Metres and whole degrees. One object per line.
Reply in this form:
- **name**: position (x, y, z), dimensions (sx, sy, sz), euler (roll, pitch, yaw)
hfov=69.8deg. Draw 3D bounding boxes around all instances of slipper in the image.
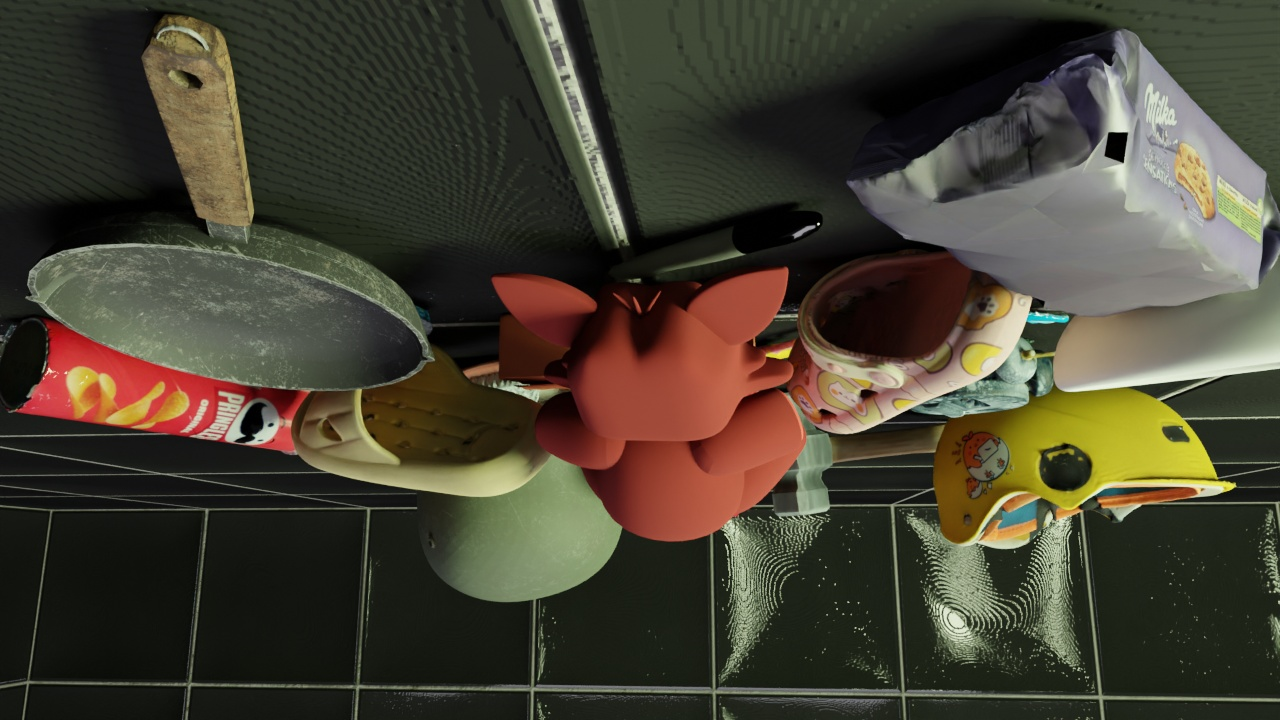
- **slipper**: position (-0.177, 0.034, 0.672), dimensions (0.262, 0.111, 0.079), euler (10, 139, 35)
- **slipper**: position (0.130, -0.021, 0.517), dimensions (0.081, 0.093, 0.198), euler (24, 159, -13)

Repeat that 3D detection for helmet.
- **helmet**: position (0.378, 0.080, 0.831), dimensions (0.241, 0.139, 0.208), euler (-24, 156, 32)
- **helmet**: position (-0.107, 0.137, 0.832), dimensions (0.226, 0.153, 0.269), euler (4, 154, -28)

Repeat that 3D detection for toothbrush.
- **toothbrush**: position (0.116, -0.012, 0.679), dimensions (0.021, 0.016, 0.136), euler (4, 166, -26)

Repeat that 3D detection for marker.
- **marker**: position (0.036, -0.058, 0.481), dimensions (0.139, 0.016, 0.022), euler (-10, 168, 43)

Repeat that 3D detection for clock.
- **clock**: position (0.263, 0.011, 0.704), dimensions (0.130, 0.052, 0.090), euler (-9, 164, 37)

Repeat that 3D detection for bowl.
- **bowl**: position (0.306, -0.028, 0.476), dimensions (0.176, 0.066, 0.176), euler (-6, 174, -1)

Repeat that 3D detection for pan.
- **pan**: position (-0.195, -0.055, 0.442), dimensions (0.207, 0.040, 0.358), euler (10, 157, -17)

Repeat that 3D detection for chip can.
- **chip can**: position (-0.364, 0.025, 0.721), dimensions (0.073, 0.073, 0.232), euler (-8, 164, 31)

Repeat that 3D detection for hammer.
- **hammer**: position (0.252, 0.090, 0.982), dimensions (0.322, 0.117, 0.051), euler (-1, 171, -39)

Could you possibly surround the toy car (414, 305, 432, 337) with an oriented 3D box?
- **toy car**: position (-0.187, -0.018, 0.620), dimensions (0.106, 0.032, 0.048), euler (-22, 156, 28)

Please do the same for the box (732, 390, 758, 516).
- **box**: position (0.035, 0.071, 0.794), dimensions (0.123, 0.136, 0.157), euler (4, 168, 10)

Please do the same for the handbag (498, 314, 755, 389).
- **handbag**: position (-0.004, 0.003, 0.664), dimensions (0.172, 0.060, 0.109), euler (-2, 171, 8)

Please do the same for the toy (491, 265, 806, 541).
- **toy**: position (0.014, 0.017, 0.533), dimensions (0.158, 0.120, 0.197), euler (2, 138, 15)

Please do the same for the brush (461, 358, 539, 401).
- **brush**: position (-0.163, 0.032, 0.765), dimensions (0.172, 0.030, 0.041), euler (-12, 135, 10)

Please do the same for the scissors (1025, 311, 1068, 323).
- **scissors**: position (0.225, -0.034, 0.598), dimensions (0.140, 0.015, 0.083), euler (5, 164, -9)

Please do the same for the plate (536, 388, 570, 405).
- **plate**: position (-0.107, 0.046, 0.861), dimensions (0.182, 0.034, 0.182), euler (-5, 164, -1)

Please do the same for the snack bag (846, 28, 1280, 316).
- **snack bag**: position (0.179, -0.062, 0.368), dimensions (0.205, 0.058, 0.097), euler (10, 165, -41)
